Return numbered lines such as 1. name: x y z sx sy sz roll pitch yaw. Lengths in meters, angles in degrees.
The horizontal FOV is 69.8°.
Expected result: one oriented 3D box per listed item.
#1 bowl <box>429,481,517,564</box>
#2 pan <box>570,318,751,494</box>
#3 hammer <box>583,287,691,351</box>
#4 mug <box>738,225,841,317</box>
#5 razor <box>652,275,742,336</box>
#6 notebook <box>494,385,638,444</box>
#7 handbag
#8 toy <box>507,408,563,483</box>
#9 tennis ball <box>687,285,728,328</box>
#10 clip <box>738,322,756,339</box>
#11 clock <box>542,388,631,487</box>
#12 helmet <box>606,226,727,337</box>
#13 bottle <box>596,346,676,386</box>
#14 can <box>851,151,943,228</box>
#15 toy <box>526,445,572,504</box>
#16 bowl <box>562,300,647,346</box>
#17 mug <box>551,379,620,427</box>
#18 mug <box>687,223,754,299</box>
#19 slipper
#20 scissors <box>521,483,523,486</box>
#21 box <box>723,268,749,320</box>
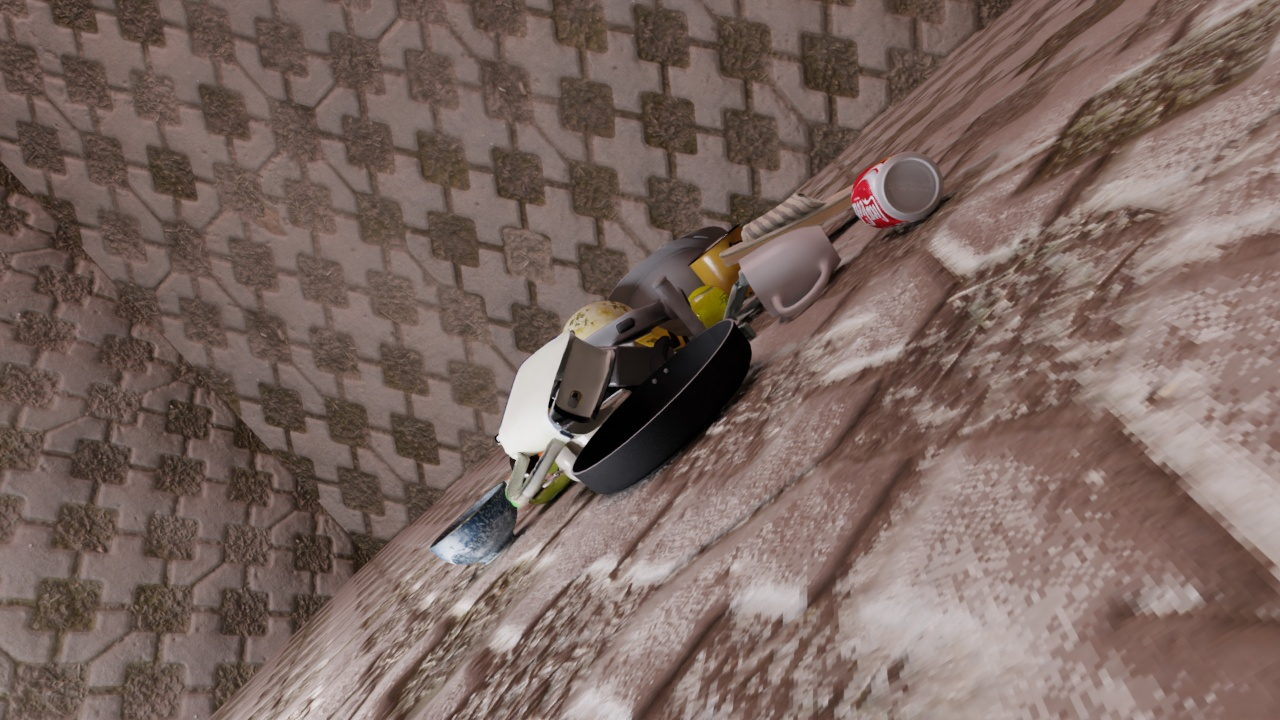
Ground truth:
1. bowl: -0.183 0.200 1.065 0.114 0.061 0.114 -39 4 3
2. pan: 0.026 0.027 0.921 0.204 0.044 0.355 -42 7 11
3. hammer: 0.016 -0.031 1.292 0.170 0.034 0.324 -27 -10 11
4. mug: 0.161 -0.088 0.942 0.089 0.071 0.107 -32 34 15
5. razor: 0.057 -0.051 1.085 0.088 0.116 0.047 -42 11 -9
6. notebook: -0.101 0.074 1.372 0.149 0.016 0.206 -39 -20 31
7. handbag: -0.092 0.072 0.945 0.152 0.074 0.175 -30 39 56
8. toy: -0.119 0.114 1.252 0.112 0.096 0.175 -40 15 30
9. tennis ball: 0.097 -0.074 1.306 0.065 0.065 0.065 -41 4 3
10. clip: 0.100 -0.020 1.029 0.042 0.023 0.076 -42 6 -23
11. clock: -0.055 0.088 1.045 0.156 0.061 0.103 -41 4 -18
12. helmet: 0.075 -0.095 1.484 0.270 0.117 0.184 -33 -30 -17
13. bottle: -0.007 0.007 1.127 0.084 0.046 0.173 -1 0 37
14. can: 0.242 -0.161 0.875 0.064 0.064 0.105 -41 4 2
15. toy: -0.107 0.140 1.130 0.092 0.043 0.118 -45 1 -4
16. bowl: -0.045 -0.015 1.389 0.145 0.145 0.063 -42 21 -2
17. mug: -0.072 0.058 1.163 0.078 0.113 0.088 -59 2 6
18. mug: 0.144 -0.142 1.386 0.100 0.094 0.124 -41 4 -19
19. slipper: 0.227 -0.203 1.233 0.273 0.054 0.114 -25 11 16
20. scissors: -0.175 0.192 1.377 0.124 0.019 0.156 -43 2 -41
21. box: 0.158 -0.099 1.211 0.126 0.074 0.197 -61 -6 19
